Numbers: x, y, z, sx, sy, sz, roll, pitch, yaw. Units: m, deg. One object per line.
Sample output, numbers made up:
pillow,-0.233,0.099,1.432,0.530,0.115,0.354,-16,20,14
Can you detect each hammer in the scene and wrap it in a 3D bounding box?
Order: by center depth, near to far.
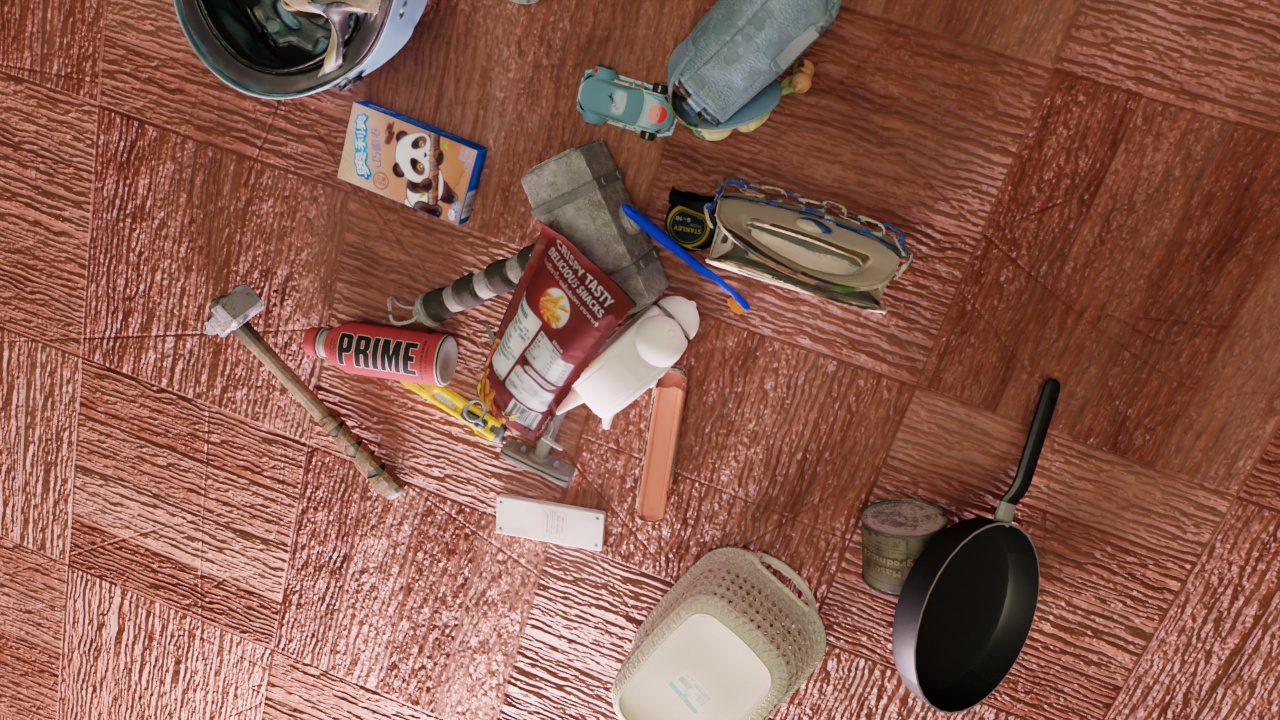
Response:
hammer,-0.143,-0.094,1.001,0.327,0.079,0.177,-21,101,24
hammer,-0.402,0.047,1.109,0.319,0.048,0.122,50,145,-12

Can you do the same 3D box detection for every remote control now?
remote control,-0.110,0.196,1.114,0.136,0.011,0.050,8,109,11

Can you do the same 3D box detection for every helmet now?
helmet,-0.318,-0.375,0.898,0.266,0.166,0.225,-29,97,18

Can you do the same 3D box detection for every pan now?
pan,0.358,0.187,0.945,0.203,0.044,0.355,16,91,-36

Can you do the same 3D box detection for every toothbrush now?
toothbrush,0.047,-0.103,0.946,0.182,0.016,0.018,36,122,-24

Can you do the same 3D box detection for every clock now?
clock,-0.006,0.005,0.966,0.161,0.125,0.073,-39,97,28

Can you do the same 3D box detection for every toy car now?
toy car,-0.015,-0.262,0.936,0.108,0.027,0.060,19,111,7

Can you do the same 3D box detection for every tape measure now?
tape measure,0.057,-0.144,0.953,0.062,0.034,0.061,17,107,18

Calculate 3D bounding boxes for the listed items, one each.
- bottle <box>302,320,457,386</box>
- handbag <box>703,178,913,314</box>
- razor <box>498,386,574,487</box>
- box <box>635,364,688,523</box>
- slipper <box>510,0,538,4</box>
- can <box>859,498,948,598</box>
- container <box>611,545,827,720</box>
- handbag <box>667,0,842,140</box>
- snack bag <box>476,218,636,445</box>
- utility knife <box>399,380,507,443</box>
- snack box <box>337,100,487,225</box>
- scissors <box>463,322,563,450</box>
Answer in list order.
bottle,-0.306,-0.011,1.068,0.177,0.062,0.062,8,109,11
handbag,0.152,-0.105,0.857,0.201,0.199,0.093,16,106,5
razor,-0.102,0.077,1.062,0.088,0.047,0.116,25,103,5
box,0.023,0.096,1.032,0.059,0.056,0.187,22,113,40
slipper,-0.151,-0.484,0.886,0.098,0.054,0.269,-6,104,17
can,0.281,0.200,0.979,0.090,0.089,0.075,-1,106,14
container,0.082,0.345,1.045,0.184,0.142,0.247,41,112,13
handbag,0.110,-0.289,0.857,0.192,0.121,0.118,-39,112,19
snack bag,-0.098,-0.024,0.927,0.139,0.066,0.208,49,129,25
utility knife,-0.226,0.052,1.096,0.151,0.017,0.030,32,103,5
snack box,-0.250,-0.216,1.004,0.151,0.034,0.087,22,111,6
scissors,-0.139,0.034,1.046,0.142,0.014,0.175,-42,78,12
